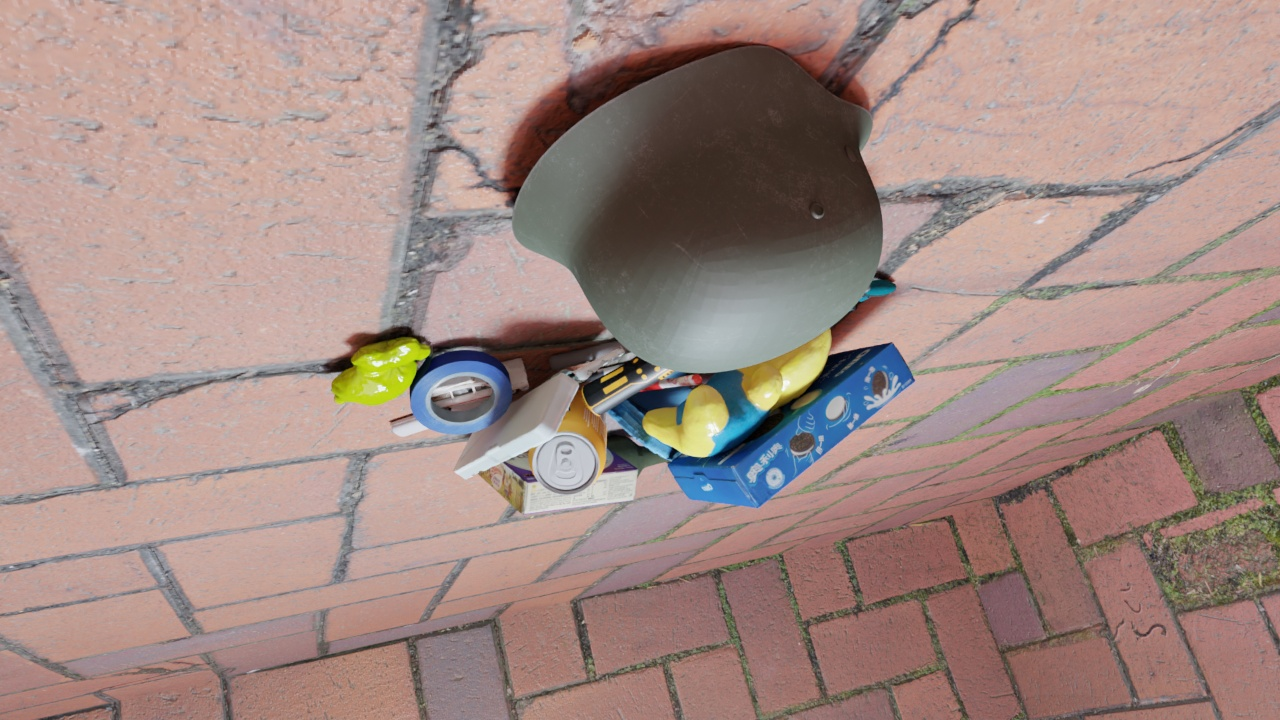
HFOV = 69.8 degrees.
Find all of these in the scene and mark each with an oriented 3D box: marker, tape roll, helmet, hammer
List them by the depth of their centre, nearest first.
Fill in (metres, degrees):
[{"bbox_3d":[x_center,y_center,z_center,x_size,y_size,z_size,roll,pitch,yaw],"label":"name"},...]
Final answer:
[{"bbox_3d":[0.067,-0.077,0.628,0.267,0.153,0.228,-20,164,-26],"label":"helmet"},{"bbox_3d":[-0.168,0.031,0.860,0.093,0.016,0.091,14,123,-27],"label":"tape roll"},{"bbox_3d":[0.077,-0.032,0.896,0.321,0.036,0.123,-31,161,20],"label":"hammer"},{"bbox_3d":[-0.024,-0.013,0.933,0.140,0.016,0.016,-13,160,-6],"label":"marker"},{"bbox_3d":[0.028,0.023,0.958,0.012,0.013,0.142,-6,178,-24],"label":"marker"},{"bbox_3d":[-0.006,0.006,1.003,0.152,0.011,0.011,-13,160,-6],"label":"marker"}]

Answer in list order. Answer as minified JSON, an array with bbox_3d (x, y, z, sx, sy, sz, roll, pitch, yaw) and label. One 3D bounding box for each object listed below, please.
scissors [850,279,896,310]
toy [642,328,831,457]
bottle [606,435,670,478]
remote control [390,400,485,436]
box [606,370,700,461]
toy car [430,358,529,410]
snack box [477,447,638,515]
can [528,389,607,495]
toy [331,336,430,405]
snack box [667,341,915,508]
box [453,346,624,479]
[{"bbox_3d":[0.222,-0.068,0.940,0.153,0.019,0.128,-18,170,-18],"label":"scissors"},{"bbox_3d":[0.119,0.026,0.977,0.213,0.084,0.149,-34,-177,-24],"label":"toy"},{"bbox_3d":[-0.055,0.141,1.240,0.206,0.071,0.072,-8,159,-21],"label":"bottle"},{"bbox_3d":[-0.203,0.056,0.988,0.131,0.012,0.033,-18,160,5],"label":"remote control"},{"bbox_3d":[0.043,0.063,1.130,0.102,0.094,0.231,-47,155,2],"label":"box"},{"bbox_3d":[-0.167,0.021,0.890,0.113,0.039,0.039,-15,139,-5],"label":"toy car"},{"bbox_3d":[-0.101,0.125,1.061,0.143,0.040,0.148,-3,-163,-33],"label":"snack box"},{"bbox_3d":[-0.076,0.085,0.976,0.079,0.079,0.142,-17,-166,3],"label":"can"},{"bbox_3d":[-0.230,0.009,0.811,0.094,0.036,0.094,-18,156,-12],"label":"toy"},{"bbox_3d":[0.164,0.072,1.038,0.238,0.056,0.196,-35,-174,-18],"label":"snack box"},{"bbox_3d":[-0.108,0.050,0.916,0.136,0.049,0.198,-46,-168,-37],"label":"box"}]
